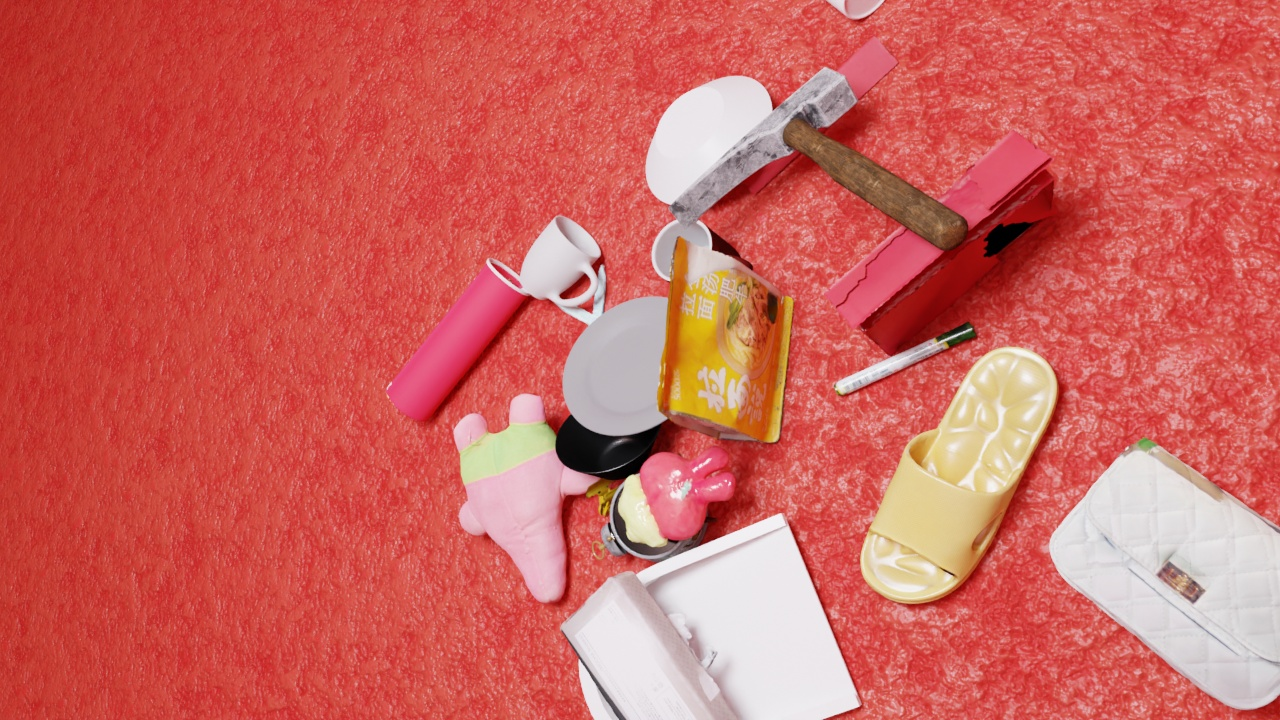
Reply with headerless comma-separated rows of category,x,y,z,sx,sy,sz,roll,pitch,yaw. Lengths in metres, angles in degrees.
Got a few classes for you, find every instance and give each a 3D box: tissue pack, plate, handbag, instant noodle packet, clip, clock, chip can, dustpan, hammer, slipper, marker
tissue pack,0.014,0.301,0.895,0.104,0.071,0.181,-48,64,20
plate,0.066,-0.264,1.055,0.174,0.036,0.173,-20,56,32
handbag,0.439,0.169,0.728,0.195,0.072,0.139,41,99,31
instant noodle packet,0.074,-0.013,0.902,0.084,0.221,0.163,4,81,28
clip,-0.037,0.151,1.031,0.046,0.054,0.048,-37,84,41
clock,0.007,0.173,0.990,0.148,0.056,0.104,-34,72,14
chip can,-0.234,-0.025,1.175,0.221,0.069,0.069,-49,59,11
dustpan,0.059,0.292,0.920,0.258,0.053,0.191,-29,69,23
hammer,0.168,-0.151,0.850,0.218,0.037,0.300,-40,38,5
slipper,0.288,0.105,0.831,0.099,0.078,0.263,31,94,30
plate,-0.006,0.006,1.033,0.179,0.012,0.178,-14,55,20
marker,0.260,0.000,0.909,0.147,0.017,0.017,-27,65,22

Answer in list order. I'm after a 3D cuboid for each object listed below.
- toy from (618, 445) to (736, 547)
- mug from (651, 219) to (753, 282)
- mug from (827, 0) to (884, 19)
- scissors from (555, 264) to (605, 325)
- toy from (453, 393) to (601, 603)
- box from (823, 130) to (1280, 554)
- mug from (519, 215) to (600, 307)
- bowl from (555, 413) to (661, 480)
toy,0.035,0.135,0.930,0.135,0.045,0.091,-34,69,16
mug,0.077,-0.106,1.005,0.106,0.082,0.073,12,83,32
mug,0.239,-0.441,1.011,0.110,0.074,0.090,-32,60,-9
scissors,-0.052,-0.027,1.101,0.171,0.013,0.175,27,91,32
toy,-0.132,0.164,1.059,0.192,0.096,0.236,-21,82,16
box,0.309,-0.035,0.755,0.213,0.148,0.374,-42,36,13
mug,-0.095,-0.107,1.115,0.090,0.071,0.107,-46,63,22
bowl,-0.028,0.095,1.021,0.124,0.052,0.123,-14,38,12
